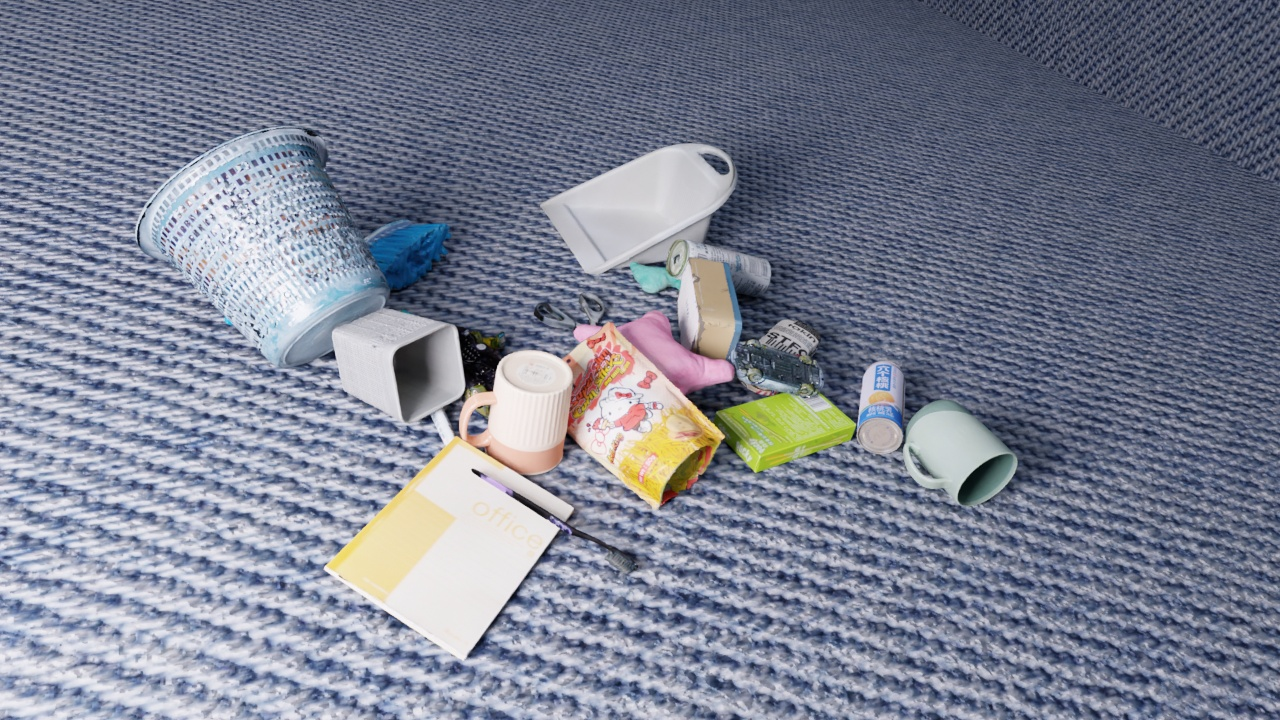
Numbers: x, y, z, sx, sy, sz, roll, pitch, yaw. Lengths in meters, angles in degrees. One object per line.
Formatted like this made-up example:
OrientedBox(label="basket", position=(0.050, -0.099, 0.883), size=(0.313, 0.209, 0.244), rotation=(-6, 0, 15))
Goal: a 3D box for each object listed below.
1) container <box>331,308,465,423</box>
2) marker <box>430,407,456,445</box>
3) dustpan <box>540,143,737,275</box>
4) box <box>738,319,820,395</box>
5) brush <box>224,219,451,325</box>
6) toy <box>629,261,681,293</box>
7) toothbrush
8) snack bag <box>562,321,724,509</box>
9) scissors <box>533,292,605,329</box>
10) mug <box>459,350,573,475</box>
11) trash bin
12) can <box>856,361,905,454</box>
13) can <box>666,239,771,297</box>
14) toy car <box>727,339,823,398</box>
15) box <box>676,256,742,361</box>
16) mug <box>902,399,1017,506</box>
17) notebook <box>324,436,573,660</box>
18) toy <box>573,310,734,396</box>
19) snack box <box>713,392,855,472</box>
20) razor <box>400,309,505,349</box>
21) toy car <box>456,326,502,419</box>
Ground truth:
OrientedBox(label="container", position=(-0.264, 0.000, 0.991), size=(0.114, 0.090, 0.090), rotation=(17, 32, 34))
OrientedBox(label="marker", position=(-0.197, 0.089, 0.963), size=(0.016, 0.017, 0.145), rotation=(-8, 39, -27))
OrientedBox(label="dustpan", position=(0.010, -0.253, 1.408), size=(0.257, 0.143, 0.222), rotation=(-5, 38, -26))
OrientedBox(label="box", position=(0.181, -0.010, 1.190), size=(0.070, 0.056, 0.163), rotation=(40, 43, 7))
OrientedBox(label="brush", position=(-0.371, -0.109, 1.166), size=(0.109, 0.061, 0.313), rotation=(18, 37, 17))
OrientedBox(label="toy", position=(0.040, -0.114, 1.317), size=(0.091, 0.030, 0.096), rotation=(-8, 46, -23))
OrientedBox(label="toothbrush", position=(-0.086, 0.154, 0.885), size=(0.189, 0.014, 0.016), rotation=(29, 52, 8))
OrientedBox(label="snack bag", position=(-0.016, 0.058, 1.001), size=(0.128, 0.073, 0.208), rotation=(-46, 63, -4))
OrientedBox(label="scissors", position=(-0.062, -0.038, 1.194), size=(0.178, 0.014, 0.159), rotation=(17, 37, 2))
OrientedBox(label="mug", position=(-0.130, 0.055, 0.953), size=(0.114, 0.106, 0.081), rotation=(-4, 38, -23))
OrientedBox(label="trash bin", position=(-0.391, -0.108, 1.006), size=(0.195, 0.227, 0.225), rotation=(53, 44, 3))
OrientedBox(label="can", position=(0.298, 0.055, 1.132), size=(0.053, 0.053, 0.134), rotation=(17, 35, 7))
OrientedBox(label="can", position=(0.113, -0.132, 1.312), size=(0.146, 0.058, 0.058), rotation=(10, 32, -26))
OrientedBox(label="toy car", position=(0.165, 0.013, 1.116), size=(0.120, 0.037, 0.054), rotation=(13, 50, -12))
OrientedBox(label="box", position=(0.088, -0.058, 1.200), size=(0.060, 0.090, 0.184), rotation=(7, 37, -10))
OrientedBox(label="mug", position=(0.352, 0.107, 1.055), size=(0.111, 0.082, 0.106), rotation=(-17, 44, -18))
OrientedBox(label="notebook", position=(-0.167, 0.164, 0.848), size=(0.146, 0.010, 0.205), rotation=(31, 37, 7))
OrientedBox(label="toy", position=(-0.006, 0.006, 1.092), size=(0.178, 0.075, 0.194), rotation=(-31, 51, -29))
OrientedBox(label="snack box", position=(0.170, 0.078, 1.084), size=(0.156, 0.026, 0.086), rotation=(-13, 42, -33))
OrientedBox(label="razor", position=(-0.231, -0.036, 1.120), size=(0.132, 0.028, 0.043), rotation=(15, 11, -2))
OrientedBox(label="toy car", position=(-0.189, 0.011, 1.053), size=(0.070, 0.042, 0.158), rotation=(-21, 50, -39))
